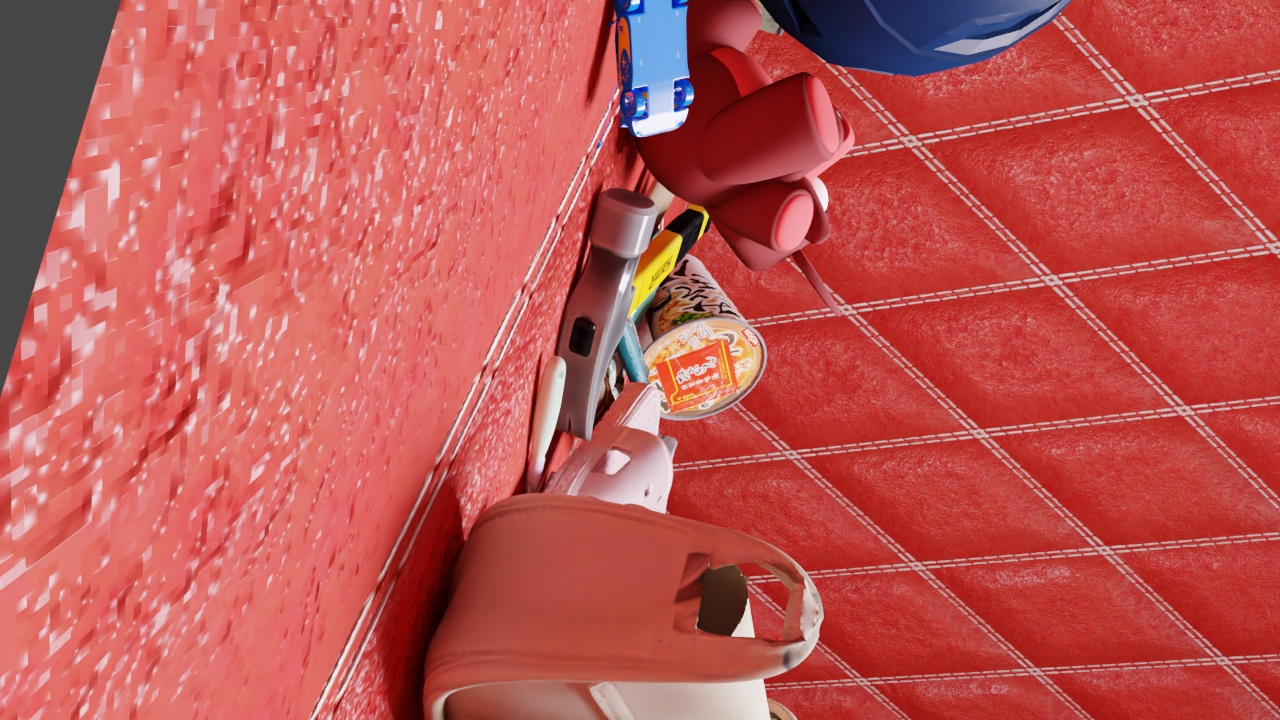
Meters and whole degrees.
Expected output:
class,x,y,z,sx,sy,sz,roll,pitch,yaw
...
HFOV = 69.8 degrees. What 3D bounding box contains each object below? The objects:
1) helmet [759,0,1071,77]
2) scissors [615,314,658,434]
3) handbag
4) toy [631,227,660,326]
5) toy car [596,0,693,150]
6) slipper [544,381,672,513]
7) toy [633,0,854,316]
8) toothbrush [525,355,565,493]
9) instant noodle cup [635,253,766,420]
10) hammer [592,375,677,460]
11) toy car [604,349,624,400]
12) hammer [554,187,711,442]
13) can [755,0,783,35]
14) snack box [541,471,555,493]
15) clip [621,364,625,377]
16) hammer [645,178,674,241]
class,x,y,z,sx,sy,sz,roll,pitch,yaw
helmet,0.164,-0.265,0.485,0.232,0.272,0.223,-123,-149,-50
scissors,-0.005,0.000,0.757,0.136,0.019,0.138,44,35,-73
handbag,-0.010,0.124,0.429,0.229,0.184,0.131,76,21,-54
toy,-0.006,-0.071,0.774,0.084,0.033,0.105,-39,146,-60
toy car,-0.007,-0.133,0.410,0.033,0.062,0.092,-21,123,-29
slipper,-0.011,0.092,0.631,0.238,0.064,0.094,-56,155,-61
toy,0.076,-0.129,0.590,0.120,0.158,0.197,-35,147,8
toothbrush,-0.058,0.049,0.542,0.022,0.015,0.155,-33,154,-33
instant noodle cup,0.039,-0.031,0.852,0.121,0.123,0.124,-109,-155,-44
hammer,-0.016,0.080,0.812,0.319,0.049,0.121,68,37,-66
toy car,-0.032,0.027,0.834,0.047,0.033,0.106,-68,174,-49
hammer,0.010,-0.068,0.667,0.323,0.034,0.170,-53,162,-62
can,0.089,-0.312,0.725,0.090,0.074,0.090,36,70,-89
snack box,-0.051,0.156,0.696,0.092,0.079,0.095,-70,176,-56
clip,-0.026,0.006,0.893,0.023,0.044,0.076,103,4,-79
hammer,0.042,-0.185,0.781,0.119,0.031,0.330,75,27,-42
